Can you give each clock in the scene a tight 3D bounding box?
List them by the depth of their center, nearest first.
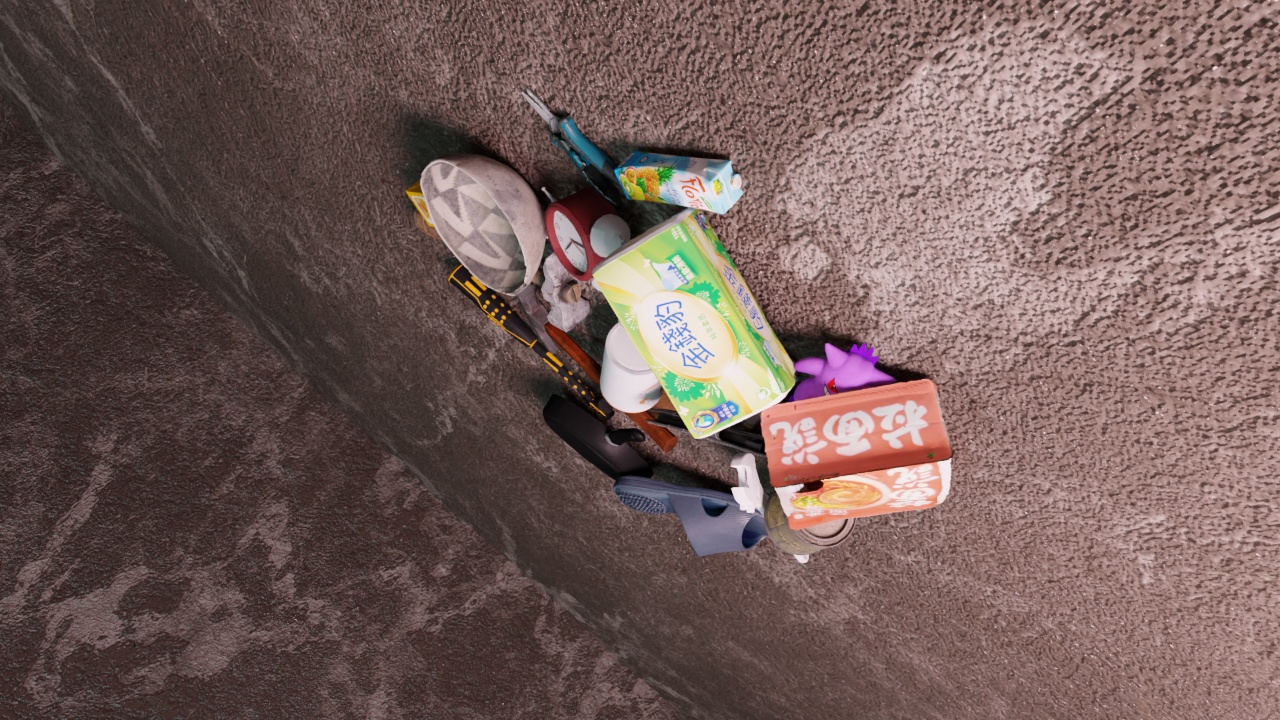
[{"bbox_3d":[-0.052,-0.128,0.977,0.137,0.048,0.096,45,151,32],"label":"clock"}]

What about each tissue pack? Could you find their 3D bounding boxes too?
[{"bbox_3d":[0.061,-0.046,0.883,0.120,0.141,0.198,-21,103,22],"label":"tissue pack"}]

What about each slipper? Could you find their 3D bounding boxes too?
[{"bbox_3d":[0.074,0.233,1.322,0.264,0.082,0.101,11,151,21],"label":"slipper"}]

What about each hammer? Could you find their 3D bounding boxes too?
[{"bbox_3d":[-0.196,-0.143,1.218,0.319,0.048,0.122,27,148,34],"label":"hammer"},{"bbox_3d":[-0.059,0.016,1.226,0.300,0.028,0.111,43,165,25],"label":"hammer"},{"bbox_3d":[-0.159,-0.025,1.360,0.320,0.036,0.123,43,172,1],"label":"hammer"}]

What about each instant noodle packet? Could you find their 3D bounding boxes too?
[{"bbox_3d":[0.216,0.115,0.912,0.164,0.083,0.221,-11,149,9],"label":"instant noodle packet"}]

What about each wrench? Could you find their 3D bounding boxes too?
[{"bbox_3d":[0.173,0.201,1.191,0.018,0.066,0.273,-9,144,26],"label":"wrench"}]

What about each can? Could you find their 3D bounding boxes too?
[{"bbox_3d":[0.203,0.184,1.102,0.090,0.089,0.075,41,157,2],"label":"can"}]

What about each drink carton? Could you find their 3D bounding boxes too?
[{"bbox_3d":[0.034,-0.162,0.833,0.129,0.038,0.044,18,147,43],"label":"drink carton"},{"bbox_3d":[-0.243,-0.203,1.184,0.123,0.040,0.058,16,145,45],"label":"drink carton"}]

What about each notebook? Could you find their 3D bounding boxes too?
[{"bbox_3d":[0.128,0.095,1.056,0.209,0.029,0.169,10,173,45],"label":"notebook"}]

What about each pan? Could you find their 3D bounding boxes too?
[{"bbox_3d":[-0.052,0.124,1.371,0.204,0.044,0.356,40,168,-7],"label":"pan"}]

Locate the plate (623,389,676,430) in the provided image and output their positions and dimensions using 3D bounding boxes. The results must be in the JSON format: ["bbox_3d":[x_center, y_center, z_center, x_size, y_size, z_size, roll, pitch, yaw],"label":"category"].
[{"bbox_3d":[0.004,0.058,1.271,0.131,0.025,0.131,34,155,18],"label":"plate"}]

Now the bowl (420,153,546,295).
[{"bbox_3d":[-0.169,-0.172,1.071,0.178,0.081,0.179,32,148,23],"label":"bowl"}]

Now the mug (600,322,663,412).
[{"bbox_3d":[-0.007,0.007,1.131,0.082,0.082,0.105,36,155,13],"label":"mug"}]

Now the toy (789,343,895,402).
[{"bbox_3d":[0.197,0.020,0.879,0.106,0.055,0.088,29,151,6],"label":"toy"}]

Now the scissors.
[{"bbox_3d":[-0.064,-0.211,0.926,0.126,0.019,0.144,23,148,38],"label":"scissors"}]

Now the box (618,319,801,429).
[{"bbox_3d":[0.073,-0.019,1.009,0.205,0.050,0.118,37,153,8],"label":"box"}]
